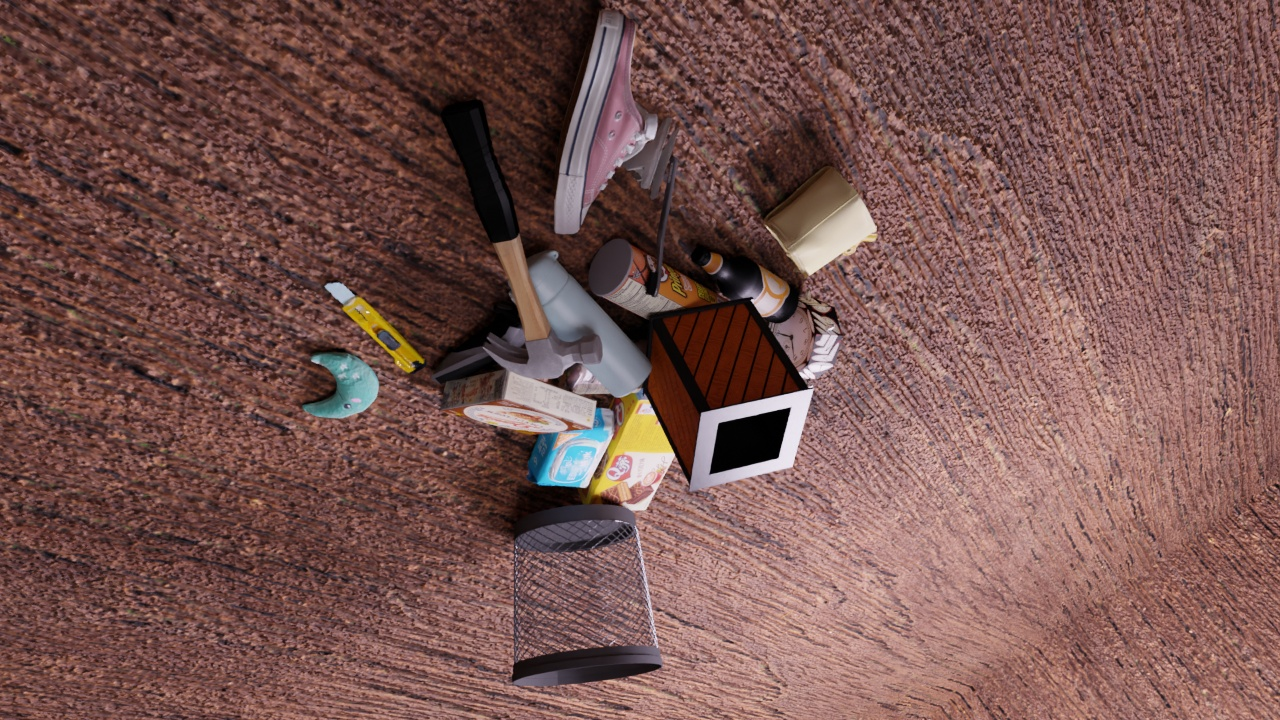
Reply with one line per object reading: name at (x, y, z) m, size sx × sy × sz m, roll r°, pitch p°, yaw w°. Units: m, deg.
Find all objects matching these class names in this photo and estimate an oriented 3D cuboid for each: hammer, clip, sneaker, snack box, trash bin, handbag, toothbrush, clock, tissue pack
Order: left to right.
hammer at (-0.145, -0.122, 1.014) m, size 0.131 × 0.039 × 0.328 m, roll -8°, pitch 122°, yaw 13°
snack box at (-0.157, 0.057, 1.178) m, size 0.143 × 0.041 × 0.147 m, roll 21°, pitch 159°, yaw -39°
tissue pack at (-0.100, 0.127, 1.316) m, size 0.092 × 0.061 × 0.145 m, roll 4°, pitch 129°, yaw -30°
trash bin at (-0.089, 0.352, 1.372) m, size 0.218 × 0.227 × 0.218 m, roll -6°, pitch 156°, yaw -3°
sneaker at (-0.035, -0.241, 0.971) m, size 0.088 × 0.118 × 0.242 m, roll 12°, pitch 120°, yaw -13°
snack box at (-0.008, 0.125, 1.361) m, size 0.110 × 0.061 × 0.231 m, roll 4°, pitch 128°, yaw -30°
clip at (0.013, -0.223, 1.048) m, size 0.050 × 0.101 × 0.059 m, roll 34°, pitch 153°, yaw -32°
toothbrush at (0.027, -0.158, 1.091) m, size 0.013 × 0.013 × 0.167 m, roll 6°, pitch 98°, yaw -32°
trash bin at (0.101, 0.039, 1.142) m, size 0.139 × 0.171 × 0.140 m, roll -11°, pitch 136°, yaw -16°
clock at (0.229, -0.017, 1.307) m, size 0.065 × 0.114 × 0.155 m, roll 2°, pitch 132°, yaw -28°
handbag at (0.233, -0.172, 1.192) m, size 0.119 × 0.081 × 0.111 m, roll -38°, pitch 143°, yaw 9°
clip at (0.294, -0.166, 1.261) m, size 0.054 × 0.045 × 0.049 m, roll -1°, pitch 106°, yaw -28°

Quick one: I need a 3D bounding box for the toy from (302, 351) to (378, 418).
toy at (-0.365, 0.034, 1.121) m, size 0.085 × 0.033 × 0.105 m, roll 10°, pitch 127°, yaw -20°

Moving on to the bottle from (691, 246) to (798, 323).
bottle at (0.134, -0.106, 1.215) m, size 0.181 × 0.059 × 0.059 m, roll 24°, pitch 117°, yaw -40°

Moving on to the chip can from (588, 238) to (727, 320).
chip can at (0.036, -0.080, 1.179) m, size 0.215 × 0.075 × 0.075 m, roll 25°, pitch 116°, yaw -40°

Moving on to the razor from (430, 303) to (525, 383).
razor at (-0.196, -0.015, 1.144) m, size 0.156 × 0.057 × 0.060 m, roll -40°, pitch 93°, yaw 15°

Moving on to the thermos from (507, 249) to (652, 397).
thermos at (-0.075, -0.045, 1.120) m, size 0.078 × 0.065 × 0.207 m, roll -47°, pitch 114°, yaw -10°

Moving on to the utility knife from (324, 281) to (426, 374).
utility knife at (-0.313, -0.037, 1.092) m, size 0.030 × 0.017 × 0.179 m, roll -38°, pitch 134°, yaw -2°

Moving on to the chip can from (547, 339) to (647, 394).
chip can at (-0.007, 0.007, 1.242) m, size 0.229 × 0.079 × 0.080 m, roll -1°, pitch 131°, yaw -26°
